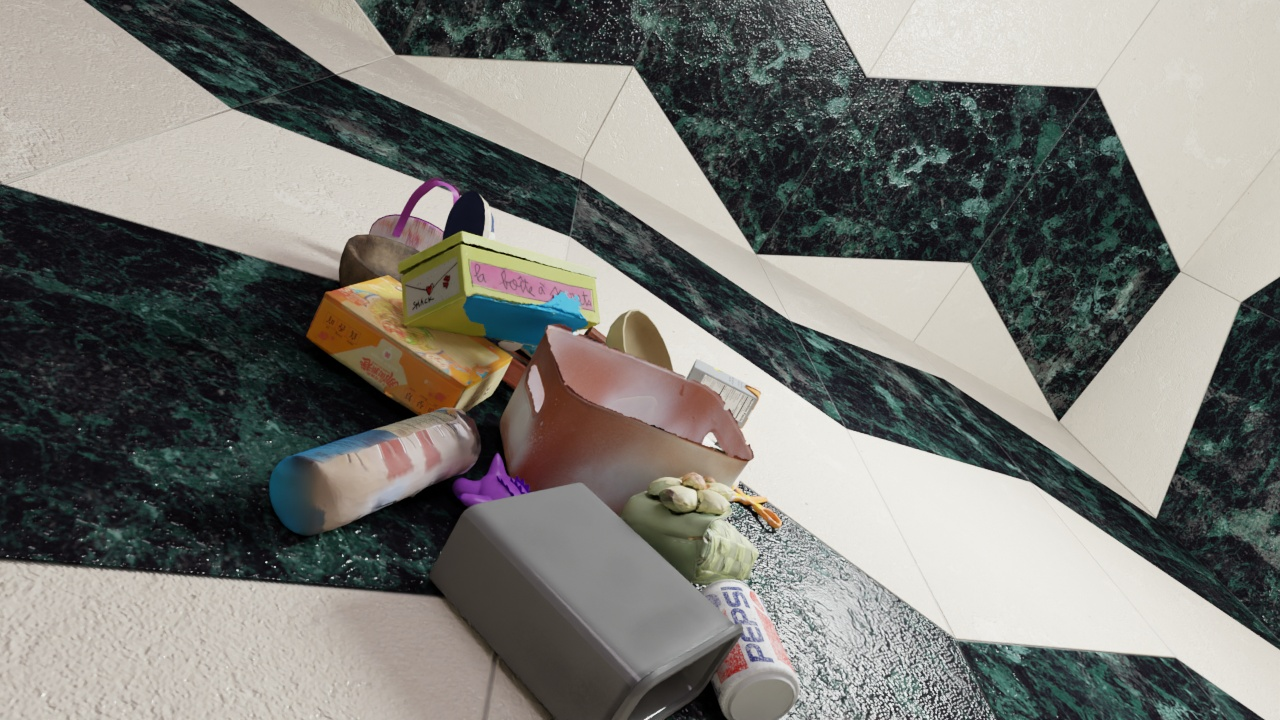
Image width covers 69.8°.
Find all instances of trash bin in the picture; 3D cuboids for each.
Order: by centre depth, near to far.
[{"bbox_3d":[-0.047,0.223,0.833,0.220,0.098,0.191,39,20,26],"label":"trash bin"},{"bbox_3d":[-0.027,0.094,1.096,0.259,0.158,0.181,23,21,-26],"label":"trash bin"}]

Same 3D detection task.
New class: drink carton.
[{"bbox_3d":[0.136,0.057,1.572,0.125,0.076,0.048,27,19,-1],"label":"drink carton"}]

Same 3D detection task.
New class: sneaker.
[{"bbox_3d":[-0.198,-0.118,1.256,0.118,0.092,0.232,33,35,-40],"label":"sneaker"}]

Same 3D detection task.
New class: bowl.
[{"bbox_3d":[-0.334,-0.100,1.249,0.162,0.070,0.162,27,19,-11],"label":"bowl"},{"bbox_3d":[-0.008,0.008,1.283,0.152,0.051,0.152,46,34,-45],"label":"bowl"}]

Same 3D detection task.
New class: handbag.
[{"bbox_3d":[0.060,0.182,1.002,0.113,0.116,0.186,13,-13,32],"label":"handbag"},{"bbox_3d":[-0.317,-0.185,1.334,0.144,0.170,0.068,24,20,-19],"label":"handbag"}]

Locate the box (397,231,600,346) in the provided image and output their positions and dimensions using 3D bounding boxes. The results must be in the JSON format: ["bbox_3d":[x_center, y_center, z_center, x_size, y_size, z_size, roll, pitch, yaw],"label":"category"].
[{"bbox_3d":[-0.163,-0.078,1.099,0.220,0.125,0.082,6,70,-48],"label":"box"}]

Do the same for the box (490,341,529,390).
[{"bbox_3d":[-0.191,0.004,1.251,0.187,0.060,0.057,31,51,2],"label":"box"}]

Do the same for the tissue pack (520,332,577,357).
[{"bbox_3d":[-0.126,-0.022,1.306,0.117,0.066,0.209,33,2,-38],"label":"tissue pack"}]

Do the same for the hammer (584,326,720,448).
[{"bbox_3d":[0.037,0.046,1.386,0.300,0.028,0.111,37,6,-13],"label":"hammer"}]

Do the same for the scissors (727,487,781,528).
[{"bbox_3d":[0.151,0.201,1.320,0.129,0.011,0.125,16,19,-45],"label":"scissors"}]

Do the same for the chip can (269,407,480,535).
[{"bbox_3d":[-0.243,0.100,0.878,0.080,0.080,0.229,36,20,14],"label":"chip can"}]

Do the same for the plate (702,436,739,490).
[{"bbox_3d":[0.065,0.120,1.316,0.187,0.016,0.186,41,15,11],"label":"plate"}]

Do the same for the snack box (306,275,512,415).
[{"bbox_3d":[-0.274,-0.009,1.094,0.195,0.081,0.145,33,19,4],"label":"snack box"}]

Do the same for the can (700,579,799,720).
[{"bbox_3d":[0.101,0.289,0.915,0.078,0.078,0.136,23,20,-23],"label":"can"}]

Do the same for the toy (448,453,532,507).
[{"bbox_3d":[-0.141,0.143,0.951,0.106,0.056,0.088,8,28,-49],"label":"toy"}]
